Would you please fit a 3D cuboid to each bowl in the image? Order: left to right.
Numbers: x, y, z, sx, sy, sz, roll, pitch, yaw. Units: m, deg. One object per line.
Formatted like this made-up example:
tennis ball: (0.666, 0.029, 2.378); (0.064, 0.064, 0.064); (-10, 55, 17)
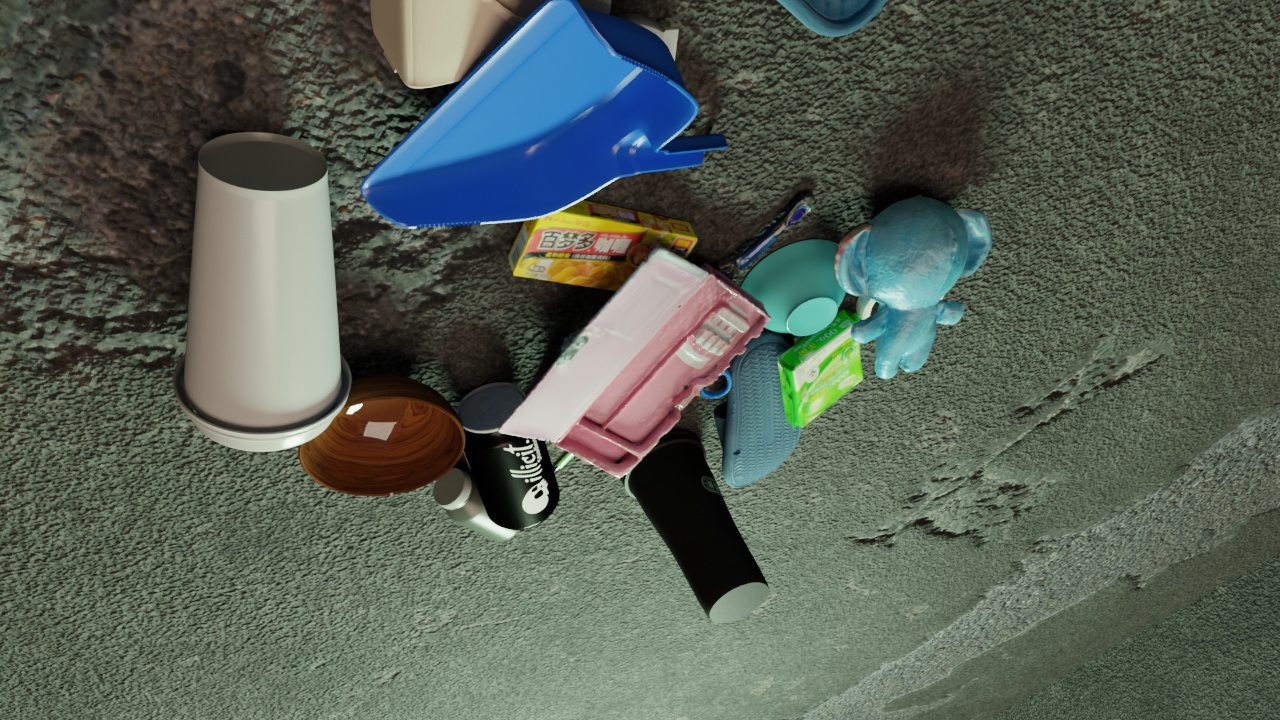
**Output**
bowl: (-0.242, 0.057, 0.859); (0.147, 0.068, 0.147); (-11, 140, -9)
bowl: (0.162, -0.060, 0.914); (0.121, 0.046, 0.121); (-12, 141, -10)

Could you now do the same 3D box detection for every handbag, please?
handbag: (-0.057, -0.268, 0.546); (0.197, 0.101, 0.195); (-16, 143, -25)

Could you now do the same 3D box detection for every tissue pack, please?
tissue pack: (0.194, 0.008, 0.985); (0.113, 0.034, 0.100); (-35, 135, -18)

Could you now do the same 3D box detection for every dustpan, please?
dustpan: (-0.029, -0.165, 0.662); (0.246, 0.059, 0.256); (-25, 177, 43)

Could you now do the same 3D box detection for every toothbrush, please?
toothbrush: (-0.044, 0.073, 1.009); (0.014, 0.017, 0.188); (21, 128, -33)

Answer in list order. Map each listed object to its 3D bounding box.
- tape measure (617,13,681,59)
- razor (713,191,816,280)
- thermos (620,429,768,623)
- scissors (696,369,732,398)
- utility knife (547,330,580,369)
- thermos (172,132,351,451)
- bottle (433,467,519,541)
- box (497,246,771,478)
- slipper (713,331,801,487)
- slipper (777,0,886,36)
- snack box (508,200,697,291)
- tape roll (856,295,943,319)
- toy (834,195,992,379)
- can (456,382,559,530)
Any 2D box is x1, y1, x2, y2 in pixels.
tape measure: (-0.005, -0.222, 0.672); (0.065, 0.016, 0.064); (-9, 141, -14)
razor: (0.107, -0.107, 0.857); (0.141, 0.018, 0.044); (-40, 137, 24)
thermos: (0.061, 0.183, 1.029); (0.105, 0.218, 0.106); (-16, 137, -16)
scissors: (0.033, 0.031, 0.982); (0.097, 0.020, 0.133); (41, 129, -19)
utility knife: (-0.091, 0.032, 0.936); (0.028, 0.020, 0.187); (3, 138, -27)
thermos: (-0.279, -0.049, 0.683); (0.131, 0.131, 0.222); (-1, 130, -23)
bottle: (-0.178, 0.158, 1.016); (0.060, 0.060, 0.108); (-31, 141, 14)
box: (-0.008, 0.001, 0.864); (0.233, 0.050, 0.180); (-47, 135, 17)
slipper: (0.131, 0.054, 1.030); (0.103, 0.059, 0.214); (-17, 129, -18)
slipper: (0.109, -0.285, 0.608); (0.104, 0.059, 0.213); (-40, 142, 17)
snack box: (-0.033, -0.098, 0.800); (0.152, 0.025, 0.075); (7, 134, -30)
tape roll: (0.277, -0.066, 0.979); (0.094, 0.019, 0.094); (-12, 142, -10)
toy: (0.255, -0.074, 0.892); (0.183, 0.115, 0.181); (-13, 122, -25)
can: (-0.133, 0.099, 0.931); (0.080, 0.080, 0.146); (-16, 129, -6)
